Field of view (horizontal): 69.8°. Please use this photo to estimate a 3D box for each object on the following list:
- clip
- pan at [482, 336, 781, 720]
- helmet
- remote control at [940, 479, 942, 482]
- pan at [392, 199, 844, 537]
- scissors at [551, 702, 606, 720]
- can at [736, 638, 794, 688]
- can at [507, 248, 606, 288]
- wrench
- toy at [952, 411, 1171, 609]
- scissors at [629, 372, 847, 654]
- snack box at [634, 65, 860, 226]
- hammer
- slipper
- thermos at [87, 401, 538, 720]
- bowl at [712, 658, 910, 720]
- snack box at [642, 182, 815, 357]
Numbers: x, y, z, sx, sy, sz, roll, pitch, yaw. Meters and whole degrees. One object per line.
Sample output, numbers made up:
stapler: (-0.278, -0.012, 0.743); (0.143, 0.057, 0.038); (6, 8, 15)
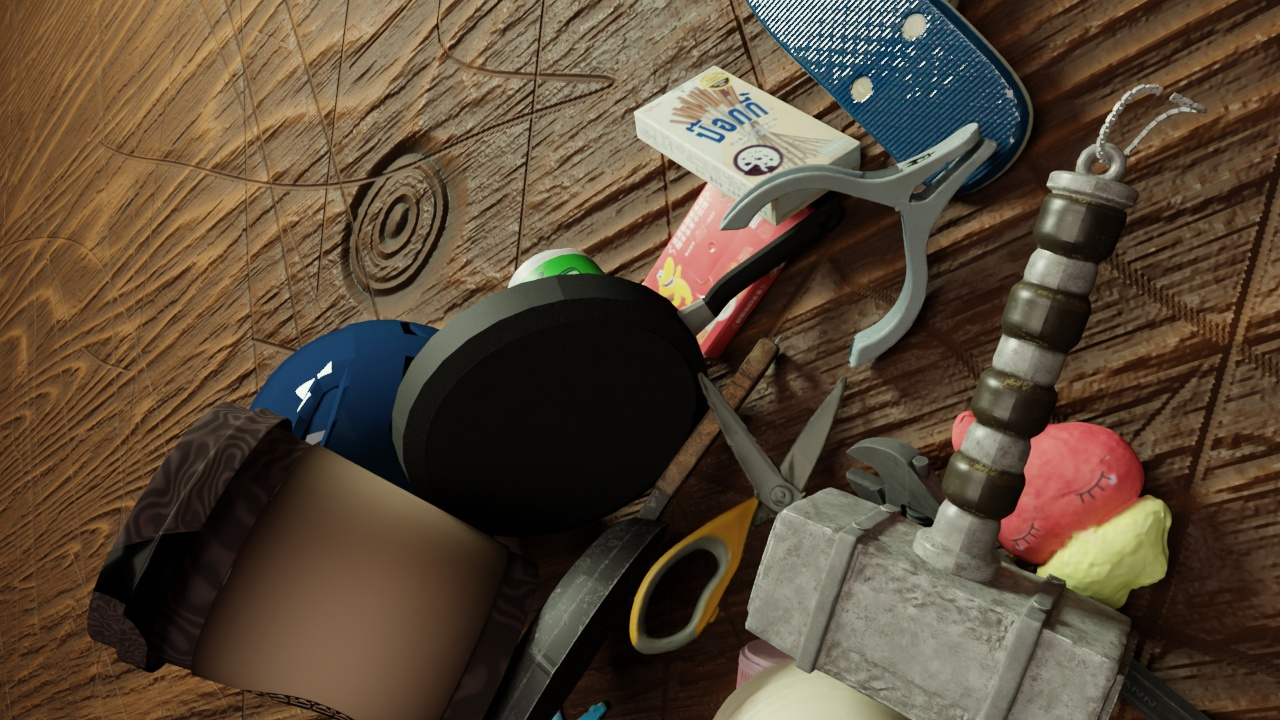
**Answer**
clip: (0.124, -0.075, 0.573); (0.165, 0.032, 0.165); (5, 116, 7)
pan: (-0.007, 0.127, 0.646); (0.040, 0.207, 0.356); (31, 86, 12)
helmet: (-0.211, 0.092, 0.761); (0.224, 0.232, 0.271); (-37, 39, 45)
remote control: (0.194, 0.143, 0.558); (0.030, 0.009, 0.140); (-19, 74, 39)
pan: (-0.004, 0.003, 0.637); (0.356, 0.225, 0.034); (-35, 44, 6)
scissors: (-0.069, 0.327, 0.774); (0.134, 0.011, 0.140); (37, 110, 35)
can: (0.095, 0.228, 0.600); (0.067, 0.067, 0.076); (6, 91, 41)
can: (-0.043, -0.020, 0.728); (0.140, 0.087, 0.088); (50, 118, 32)
wrench: (0.221, 0.136, 0.504); (0.273, 0.018, 0.073); (41, 147, 27)
toy: (0.229, 0.072, 0.508); (0.092, 0.045, 0.135); (-47, 65, 33)
scissors: (0.094, 0.110, 0.577); (0.230, 0.016, 0.224); (36, 71, 7)
snack box: (0.072, -0.155, 0.646); (0.150, 0.081, 0.026); (41, 157, 36)
hammer: (0.180, 0.028, 0.453); (0.177, 0.079, 0.326); (22, 105, 29)
slipper: (0.148, -0.234, 0.601); (0.118, 0.060, 0.295); (-43, 74, 37)
thermos: (-0.195, 0.146, 0.589); (0.173, 0.226, 0.172); (-62, 8, 15)
bowl: (0.111, 0.257, 0.528); (0.151, 0.075, 0.151); (0, 93, 2)
snack box: (0.063, -0.080, 0.684); (0.089, 0.021, 0.133); (50, 118, 32)
